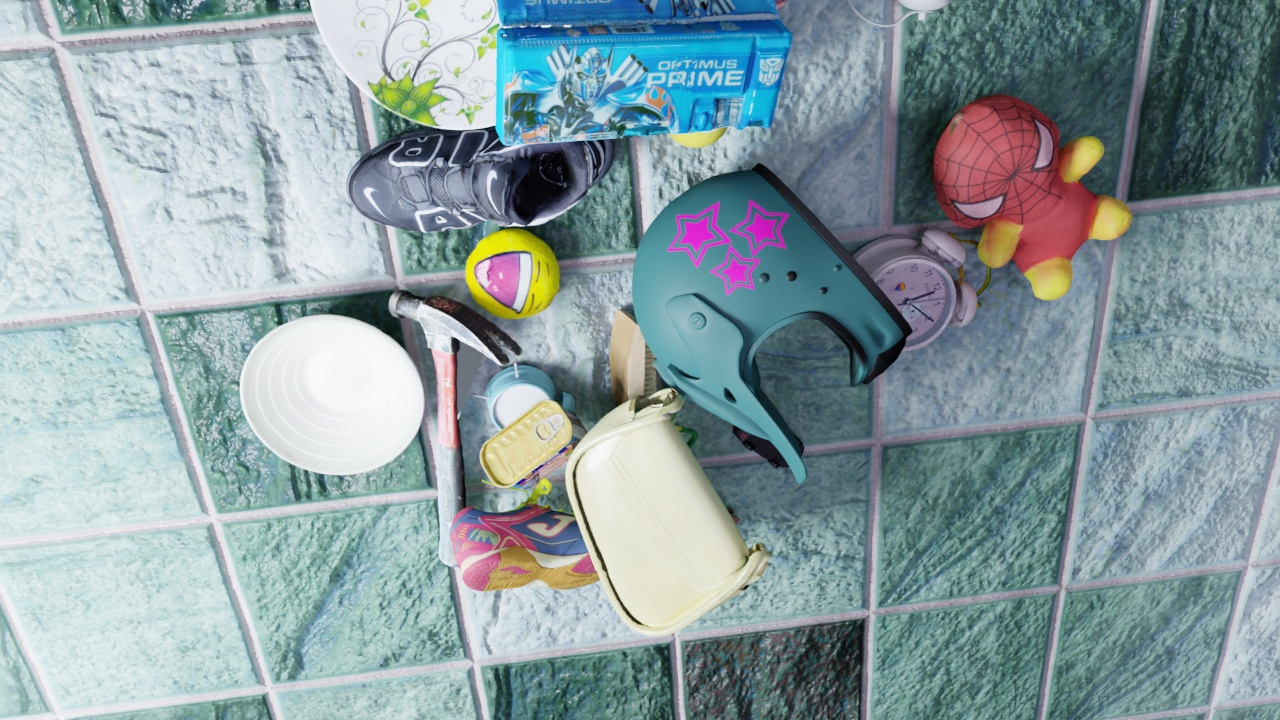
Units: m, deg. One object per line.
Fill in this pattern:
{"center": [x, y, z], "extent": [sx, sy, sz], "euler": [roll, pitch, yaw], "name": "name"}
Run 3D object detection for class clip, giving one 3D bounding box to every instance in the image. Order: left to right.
{"center": [0.103, -0.315, 0.834], "extent": [0.060, 0.023, 0.044], "euler": [-4, 120, -3], "name": "clip"}

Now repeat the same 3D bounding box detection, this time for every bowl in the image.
{"center": [-0.305, 0.026, 0.928], "extent": [0.176, 0.057, 0.177], "euler": [-2, 115, -5], "name": "bowl"}

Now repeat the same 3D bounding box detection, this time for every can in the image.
{"center": [-0.105, 0.087, 0.923], "extent": [0.100, 0.059, 0.054], "euler": [-37, 71, 6], "name": "can"}

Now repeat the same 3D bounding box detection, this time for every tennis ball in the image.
{"center": [0.051, -0.229, 0.843], "extent": [0.065, 0.065, 0.065], "euler": [-2, 115, -5], "name": "tennis ball"}

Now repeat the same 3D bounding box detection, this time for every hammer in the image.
{"center": [-0.192, 0.089, 0.963], "extent": [0.141, 0.036, 0.327], "euler": [18, 122, 21], "name": "hammer"}

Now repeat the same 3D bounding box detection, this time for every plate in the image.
{"center": [-0.156, -0.310, 0.761], "extent": [0.229, 0.030, 0.230], "euler": [-1, 115, -3], "name": "plate"}

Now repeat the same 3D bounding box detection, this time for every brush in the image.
{"center": [-0.006, 0.006, 0.957], "extent": [0.039, 0.049, 0.117], "euler": [-11, 117, -21], "name": "brush"}

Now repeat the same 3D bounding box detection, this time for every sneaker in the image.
{"center": [-0.142, -0.154, 0.811], "extent": [0.252, 0.150, 0.097], "euler": [-14, 116, 1], "name": "sneaker"}
{"center": [-0.093, 0.188, 1.004], "extent": [0.241, 0.091, 0.116], "euler": [7, 133, -41], "name": "sneaker"}

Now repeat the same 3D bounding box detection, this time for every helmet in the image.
{"center": [0.108, -0.035, 0.859], "extent": [0.200, 0.176, 0.275], "euler": [-42, 90, 9], "name": "helmet"}

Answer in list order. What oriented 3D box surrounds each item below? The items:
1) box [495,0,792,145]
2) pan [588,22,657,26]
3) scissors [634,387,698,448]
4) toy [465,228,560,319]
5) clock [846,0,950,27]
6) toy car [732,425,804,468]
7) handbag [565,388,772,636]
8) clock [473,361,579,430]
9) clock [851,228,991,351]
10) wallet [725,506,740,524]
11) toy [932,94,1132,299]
{"center": [0.003, -0.264, 0.740], "extent": [0.243, 0.070, 0.171], "euler": [-8, 108, -18], "name": "box"}
{"center": [0.008, -0.356, 0.796], "extent": [0.357, 0.050, 0.201], "euler": [-12, 115, 2], "name": "pan"}
{"center": [0.031, 0.058, 0.976], "extent": [0.125, 0.011, 0.130], "euler": [26, 88, -50], "name": "scissors"}
{"center": [-0.125, -0.084, 0.906], "extent": [0.094, 0.041, 0.096], "euler": [12, 116, -7], "name": "toy"}
{"center": [0.243, -0.370, 0.801], "extent": [0.120, 0.061, 0.159], "euler": [29, 108, -18], "name": "clock"}
{"center": [0.142, 0.085, 1.016], "extent": [0.091, 0.036, 0.042], "euler": [35, 105, -30], "name": "toy car"}
{"center": [0.019, 0.149, 0.913], "extent": [0.191, 0.088, 0.233], "euler": [-24, 100, 34], "name": "handbag"}
{"center": [-0.114, 0.056, 0.977], "extent": [0.087, 0.042, 0.123], "euler": [-37, 118, 11], "name": "clock"}
{"center": [0.283, -0.072, 0.944], "extent": [0.158, 0.058, 0.117], "euler": [-21, 115, 3], "name": "clock"}
{"center": [0.049, 0.204, 1.040], "extent": [0.121, 0.027, 0.098], "euler": [-40, 148, 12], "name": "wallet"}
{"center": [0.366, -0.165, 0.889], "extent": [0.216, 0.098, 0.147], "euler": [37, 95, -21], "name": "toy"}
